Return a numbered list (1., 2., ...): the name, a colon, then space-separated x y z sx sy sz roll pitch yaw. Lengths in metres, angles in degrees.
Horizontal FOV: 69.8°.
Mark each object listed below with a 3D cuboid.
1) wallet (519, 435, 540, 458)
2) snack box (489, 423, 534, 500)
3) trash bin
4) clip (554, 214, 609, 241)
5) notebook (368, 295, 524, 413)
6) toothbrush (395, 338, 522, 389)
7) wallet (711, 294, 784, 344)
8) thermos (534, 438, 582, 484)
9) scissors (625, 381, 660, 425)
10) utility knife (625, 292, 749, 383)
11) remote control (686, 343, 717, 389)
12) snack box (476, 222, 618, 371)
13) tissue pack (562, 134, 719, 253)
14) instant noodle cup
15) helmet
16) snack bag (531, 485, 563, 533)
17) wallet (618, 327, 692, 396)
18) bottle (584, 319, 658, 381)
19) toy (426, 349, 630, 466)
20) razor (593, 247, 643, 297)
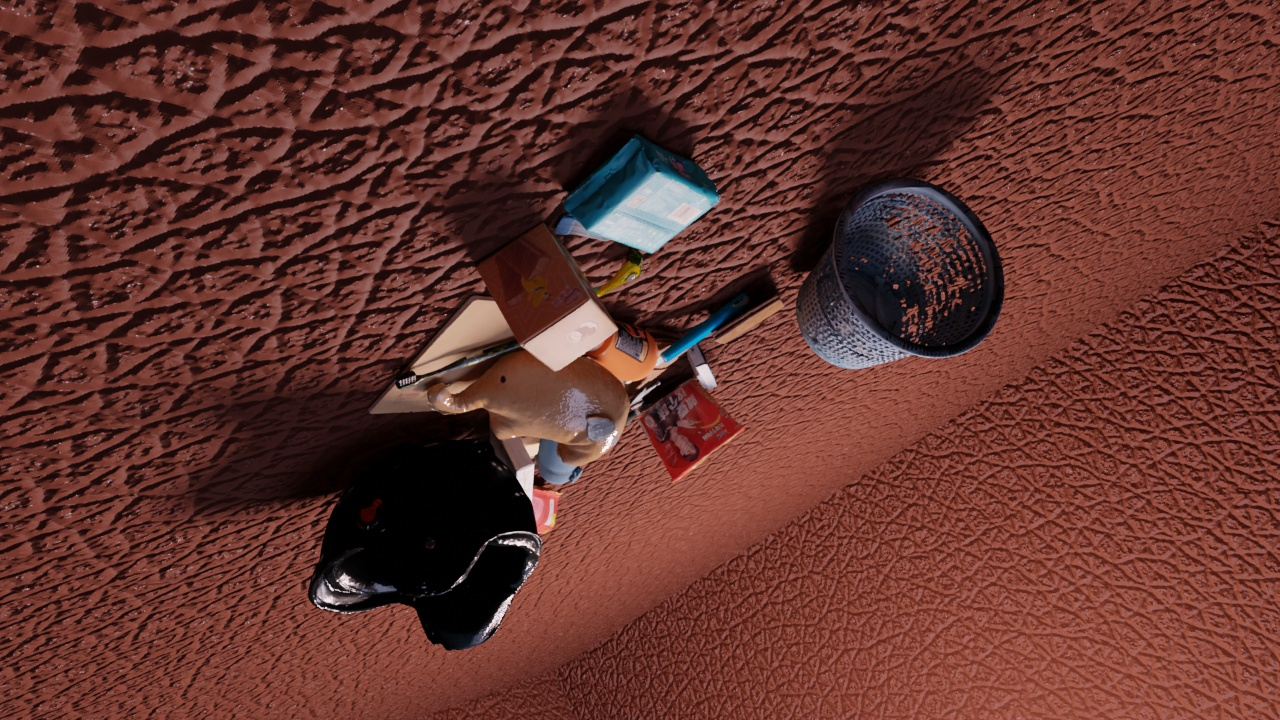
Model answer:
1. wallet: -0.119 0.101 1.296 0.115 0.024 0.087 -31 160 4
2. snack box: -0.172 0.133 1.218 0.026 0.084 0.157 -23 159 -18
3. trash bin: 0.301 -0.085 1.157 0.226 0.226 0.195 -19 170 -22
4. clip: -0.053 -0.127 0.859 0.056 0.026 0.024 0 145 -28
5. notebook: -0.183 -0.002 0.998 0.208 0.008 0.147 -41 155 31
6. toothbrush: -0.170 -0.006 0.974 0.185 0.012 0.017 -20 147 -19
7. wallet: 0.144 -0.056 1.223 0.101 0.020 0.115 -33 176 10
8. thermos: -0.093 0.087 1.197 0.070 0.070 0.221 -17 149 -26
9. scissors: -0.023 0.072 1.277 0.161 0.021 0.234 -29 172 5
10. utility knife: 0.059 -0.024 1.170 0.202 0.018 0.034 -35 168 -20
11. remote control: 0.083 0.005 1.285 0.024 0.049 0.125 -26 159 3
12. snack box: -0.086 -0.058 0.863 0.077 0.094 0.093 -33 159 4
13. tissue pack: 0.001 -0.148 0.826 0.093 0.050 0.133 -36 157 25
14. instant noodle cup: 0.070 0.101 1.375 0.138 0.108 0.138 -37 172 -6
15. helmet: -0.258 0.215 1.109 0.274 0.229 0.234 -9 146 -4
16. snack bag: -0.216 0.232 1.432 0.129 0.073 0.207 -40 151 19
17. wallet: -0.007 0.007 1.208 0.132 0.031 0.107 -37 156 26
18. bottle: -0.037 -0.021 1.070 0.067 0.066 0.149 -35 151 18
19. toy: -0.121 0.042 1.035 0.226 0.082 0.144 21 112 -19
20. razor: -0.057 -0.074 0.952 0.132 0.028 0.043 -25 163 -15
